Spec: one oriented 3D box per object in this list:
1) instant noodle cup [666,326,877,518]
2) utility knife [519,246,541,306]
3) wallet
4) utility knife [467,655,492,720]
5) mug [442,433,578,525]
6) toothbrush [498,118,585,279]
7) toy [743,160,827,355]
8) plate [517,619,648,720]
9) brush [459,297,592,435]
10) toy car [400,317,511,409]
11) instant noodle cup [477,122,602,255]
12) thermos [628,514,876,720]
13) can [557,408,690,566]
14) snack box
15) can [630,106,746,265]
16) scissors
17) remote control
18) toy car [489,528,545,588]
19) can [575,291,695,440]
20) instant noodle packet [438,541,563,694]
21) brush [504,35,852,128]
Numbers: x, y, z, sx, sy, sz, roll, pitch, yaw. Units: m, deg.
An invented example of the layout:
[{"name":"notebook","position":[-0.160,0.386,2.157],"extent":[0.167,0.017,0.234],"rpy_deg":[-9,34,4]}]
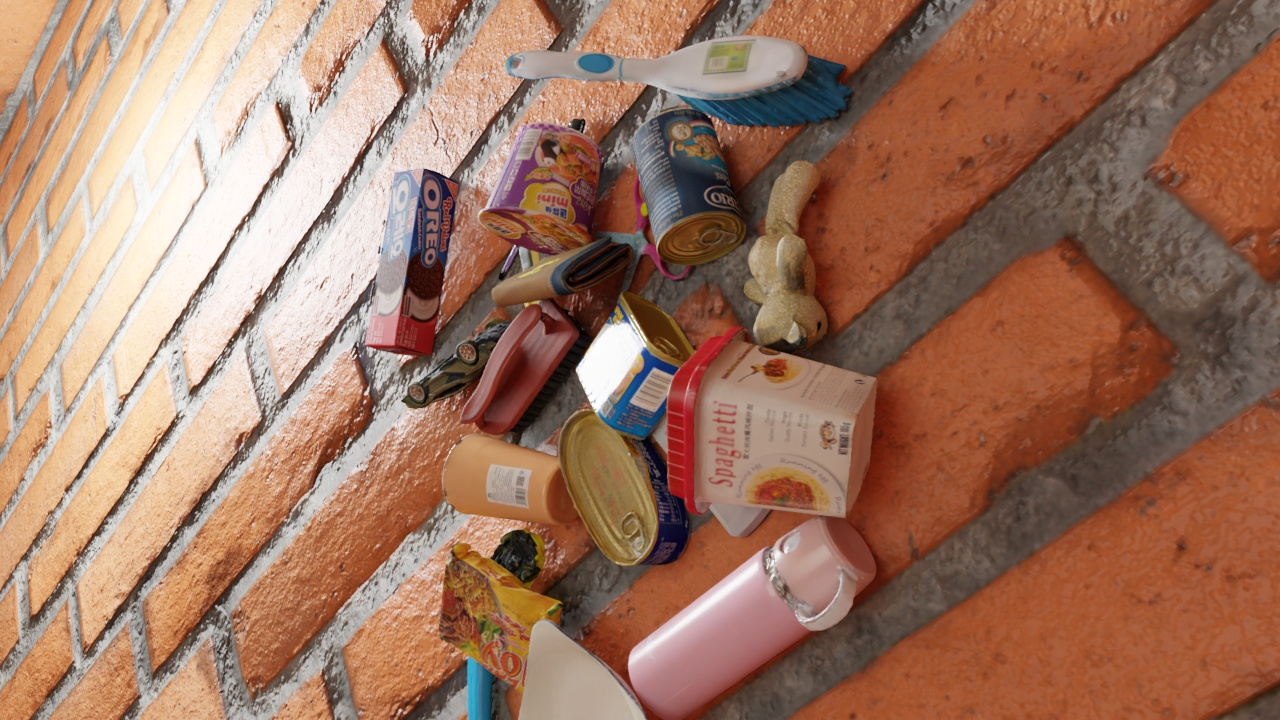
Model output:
[{"name":"instant noodle cup","position":[0.094,0.048,0.639],"extent":[0.124,0.116,0.116],"rpy_deg":[10,118,22]},{"name":"utility knife","position":[-0.114,-0.117,0.934],"extent":[0.031,0.019,0.183],"rpy_deg":[-18,69,33]},{"name":"wallet","position":[-0.073,-0.080,0.845],"extent":[0.115,0.090,0.033],"rpy_deg":[-8,110,49]},{"name":"utility knife","position":[-0.149,0.360,0.855],"extent":[0.034,0.018,0.182],"rpy_deg":[-21,67,52]},{"name":"mug","position":[-0.114,0.113,0.847],"extent":[0.123,0.078,0.078],"rpy_deg":[4,83,38]},{"name":"toothbrush","position":[-0.105,-0.165,0.943],"extent":[0.014,0.016,0.189],"rpy_deg":[46,112,44]},{"name":"toy","position":[0.115,-0.078,0.705],"extent":[0.105,0.066,0.157],"rpy_deg":[146,132,-69]},{"name":"plate","position":[-0.038,0.301,0.737],"extent":[0.164,0.034,0.164],"rpy_deg":[30,120,42]},{"name":"brush","position":[-0.115,0.011,0.874],"extent":[0.146,0.069,0.063],"rpy_deg":[-54,50,18]},{"name":"toy car","position":[-0.185,0.007,0.941],"extent":[0.159,0.070,0.042],"rpy_deg":[-31,100,33]},{"name":"instant noodle cup","position":[-0.087,-0.164,0.874],"extent":[0.112,0.111,0.099],"rpy_deg":[3,72,42]},{"name":"thermos","position":[0.078,0.191,0.655],"extent":[0.199,0.067,0.087],"rpy_deg":[-42,18,26]},{"name":"can","position":[-0.015,0.107,0.776],"extent":[0.075,0.049,0.148],"rpy_deg":[-48,53,23]},{"name":"snack box","position":[-0.257,-0.111,1.036],"extent":[0.058,0.057,0.207],"rpy_deg":[2,80,39]},{"name":"can","position":[0.038,-0.147,0.772],"extent":[0.075,0.075,0.111],"rpy_deg":[-30,61,33]},{"name":"scissors","position":[0.003,-0.110,0.836],"extent":[0.134,0.017,0.133],"rpy_deg":[24,101,42]},{"name":"remote control","position":[0.057,0.083,0.736],"extent":[0.049,0.024,0.125],"rpy_deg":[-53,51,18]},{"name":"toy car","position":[-0.120,0.200,0.858],"extent":[0.048,0.032,0.105],"rpy_deg":[52,125,27]},{"name":"can","position":[-0.005,0.005,0.777],"extent":[0.083,0.057,0.102],"rpy_deg":[-55,35,20]},{"name":"instant noodle packet","position":[-0.125,0.236,0.819],"extent":[0.128,0.044,0.111],"rpy_deg":[23,118,28]},{"name":"brush","position":[0.020,-0.244,0.789],"extent":[0.315,0.109,0.060],"rpy_deg":[13,91,42]}]
